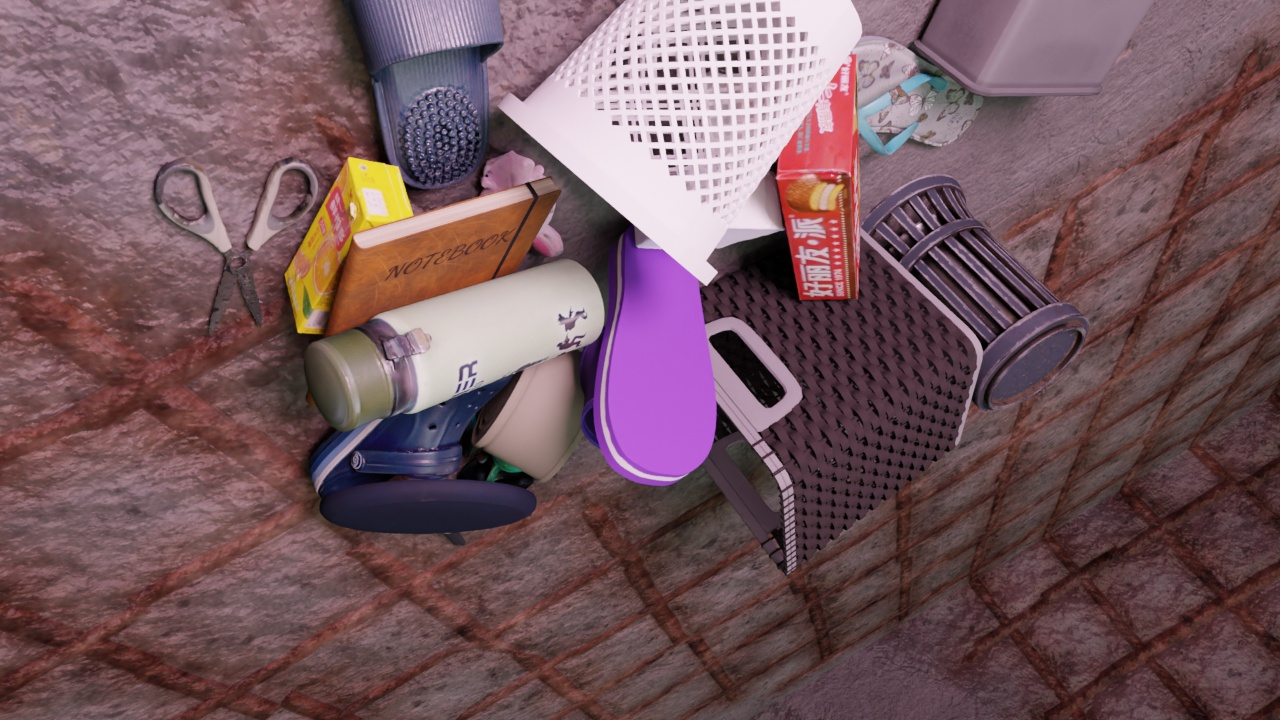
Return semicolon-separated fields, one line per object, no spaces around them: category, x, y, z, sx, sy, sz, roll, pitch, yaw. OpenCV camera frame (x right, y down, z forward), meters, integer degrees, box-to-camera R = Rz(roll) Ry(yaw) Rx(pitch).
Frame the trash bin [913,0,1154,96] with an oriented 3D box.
trash bin;0.373;-0.349;0.789;0.191;0.097;0.220;-10;139;-30

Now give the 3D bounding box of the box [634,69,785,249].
box;0.061;-0.173;0.790;0.108;0.137;0.129;-7;178;-35

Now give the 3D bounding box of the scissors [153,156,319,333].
scissors;-0.290;-0.086;0.653;0.158;0.012;0.162;-37;146;10

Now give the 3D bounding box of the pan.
pan;-0.204;0.168;0.939;0.198;0.021;0.357;-2;162;-5

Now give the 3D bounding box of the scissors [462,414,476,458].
scissors;-0.184;0.056;0.911;0.156;0.019;0.124;-35;142;7

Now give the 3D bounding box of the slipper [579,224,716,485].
slipper;-0.005;0.005;0.796;0.107;0.265;0.084;24;136;-27

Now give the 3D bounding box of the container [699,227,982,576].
container;0.183;0.033;0.988;0.243;0.247;0.246;-31;147;-10

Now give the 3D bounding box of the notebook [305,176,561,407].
notebook;-0.163;-0.046;0.719;0.178;0.014;0.250;-25;166;-36

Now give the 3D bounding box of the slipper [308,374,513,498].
slipper;-0.196;0.068;0.823;0.253;0.095;0.105;-36;161;27

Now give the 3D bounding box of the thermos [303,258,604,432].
thermos;-0.133;-0.016;0.688;0.230;0.082;0.083;-23;148;-41

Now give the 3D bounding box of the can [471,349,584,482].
can;-0.095;0.041;0.855;0.073;0.127;0.128;30;118;-15

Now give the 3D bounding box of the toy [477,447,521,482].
toy;-0.093;0.069;0.965;0.193;0.072;0.131;-29;142;-22

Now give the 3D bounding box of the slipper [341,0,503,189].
slipper;-0.128;-0.202;0.578;0.101;0.082;0.264;-22;146;-20

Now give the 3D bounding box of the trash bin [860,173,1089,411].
trash bin;0.357;-0.070;1.009;0.164;0.227;0.164;-22;145;-17

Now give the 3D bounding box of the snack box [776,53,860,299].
snack box;0.163;-0.151;0.813;0.060;0.113;0.236;1;160;15

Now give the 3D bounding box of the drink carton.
drink carton;-0.212;-0.079;0.660;0.042;0.058;0.135;2;146;-41

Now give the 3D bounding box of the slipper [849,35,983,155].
slipper;0.248;-0.242;0.862;0.268;0.054;0.098;-6;136;-37

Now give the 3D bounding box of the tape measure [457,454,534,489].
tape measure;-0.163;0.133;1.009;0.072;0.042;0.071;-39;149;13

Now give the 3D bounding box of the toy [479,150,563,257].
toy;-0.097;-0.118;0.742;0.063;0.047;0.110;-15;149;-6

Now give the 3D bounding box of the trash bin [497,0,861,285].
trash bin;0.038;-0.192;0.650;0.200;0.195;0.195;-49;144;7
